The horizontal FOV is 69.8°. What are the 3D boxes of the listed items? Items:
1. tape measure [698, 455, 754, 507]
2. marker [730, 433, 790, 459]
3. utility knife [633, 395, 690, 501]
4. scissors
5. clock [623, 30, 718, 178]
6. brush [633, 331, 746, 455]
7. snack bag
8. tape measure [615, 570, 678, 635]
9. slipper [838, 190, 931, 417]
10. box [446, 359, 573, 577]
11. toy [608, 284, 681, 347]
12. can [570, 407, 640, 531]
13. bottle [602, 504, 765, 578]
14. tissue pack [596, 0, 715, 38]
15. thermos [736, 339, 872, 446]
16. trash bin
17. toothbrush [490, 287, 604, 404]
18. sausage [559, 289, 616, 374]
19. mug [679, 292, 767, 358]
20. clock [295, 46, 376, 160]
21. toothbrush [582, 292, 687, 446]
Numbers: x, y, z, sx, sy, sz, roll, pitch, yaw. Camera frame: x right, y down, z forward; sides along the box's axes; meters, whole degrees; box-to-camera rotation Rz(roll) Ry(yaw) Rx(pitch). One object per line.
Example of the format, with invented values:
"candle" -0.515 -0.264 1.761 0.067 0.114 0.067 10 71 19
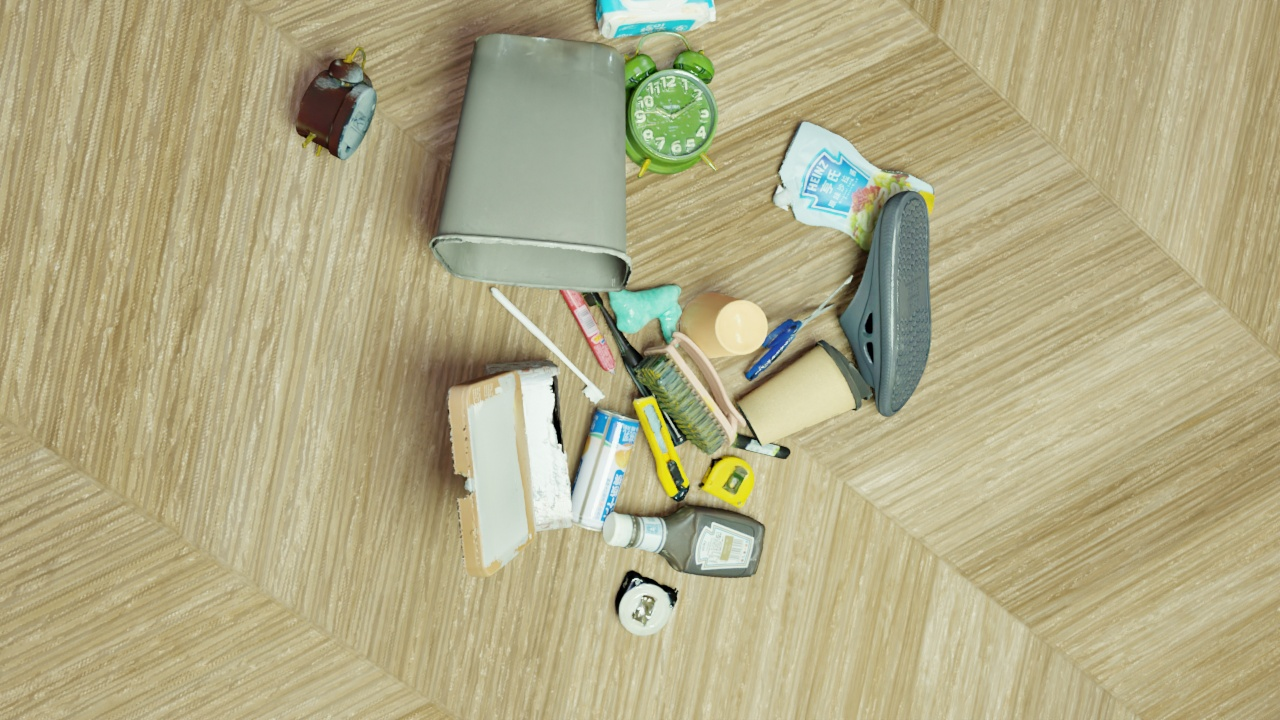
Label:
"tape measure" 0.108 0.143 1.096 0.060 0.029 0.057 28 88 -12
"marker" 0.124 0.099 1.105 0.124 0.015 0.018 15 86 -14
"utility knife" 0.025 0.104 1.060 0.033 0.015 0.154 -34 120 -22
"scissors" 0.179 -0.036 1.061 0.012 0.162 0.176 48 112 15
"clock" 0.031 -0.290 1.039 0.116 0.056 0.161 -8 95 -11
"brush" 0.063 0.040 1.048 0.073 0.063 0.145 -44 104 -21
"snack bag" 0.253 -0.198 1.098 0.191 0.039 0.110 24 100 -11
"tape measure" 0.004 0.290 1.084 0.065 0.033 0.066 24 89 -10
"slipper" 0.290 -0.068 1.092 0.110 0.083 0.268 -22 116 -44
"box" -0.128 0.096 0.935 0.106 0.272 0.178 -4 95 3
"toy" 0.011 -0.056 1.059 0.091 0.030 0.096 -16 94 -22
"can" -0.044 0.125 1.053 0.053 0.053 0.134 17 90 -11
"bottle" 0.051 0.206 1.060 0.194 0.044 0.080 12 90 -25
"tissue pack" 0.012 -0.416 1.023 0.140 0.063 0.090 -9 95 -10
"thermos" 0.190 0.041 1.078 0.143 0.093 0.093 -30 99 0
"trash bin" -0.102 -0.196 0.948 0.198 0.199 0.219 4 83 -3
"toothbrush" -0.108 -0.017 1.052 0.016 0.016 0.180 -44 101 1
"sausage" -0.066 -0.051 1.055 0.020 0.020 0.156 -29 98 -8
"mug" 0.097 -0.038 1.034 0.078 0.123 0.078 -1 94 -12
"clock" -0.313 -0.270 0.962 0.055 0.082 0.122 25 91 -5
"toothbrush" -0.006 0.006 1.068 0.027 0.026 0.212 -26 100 36
